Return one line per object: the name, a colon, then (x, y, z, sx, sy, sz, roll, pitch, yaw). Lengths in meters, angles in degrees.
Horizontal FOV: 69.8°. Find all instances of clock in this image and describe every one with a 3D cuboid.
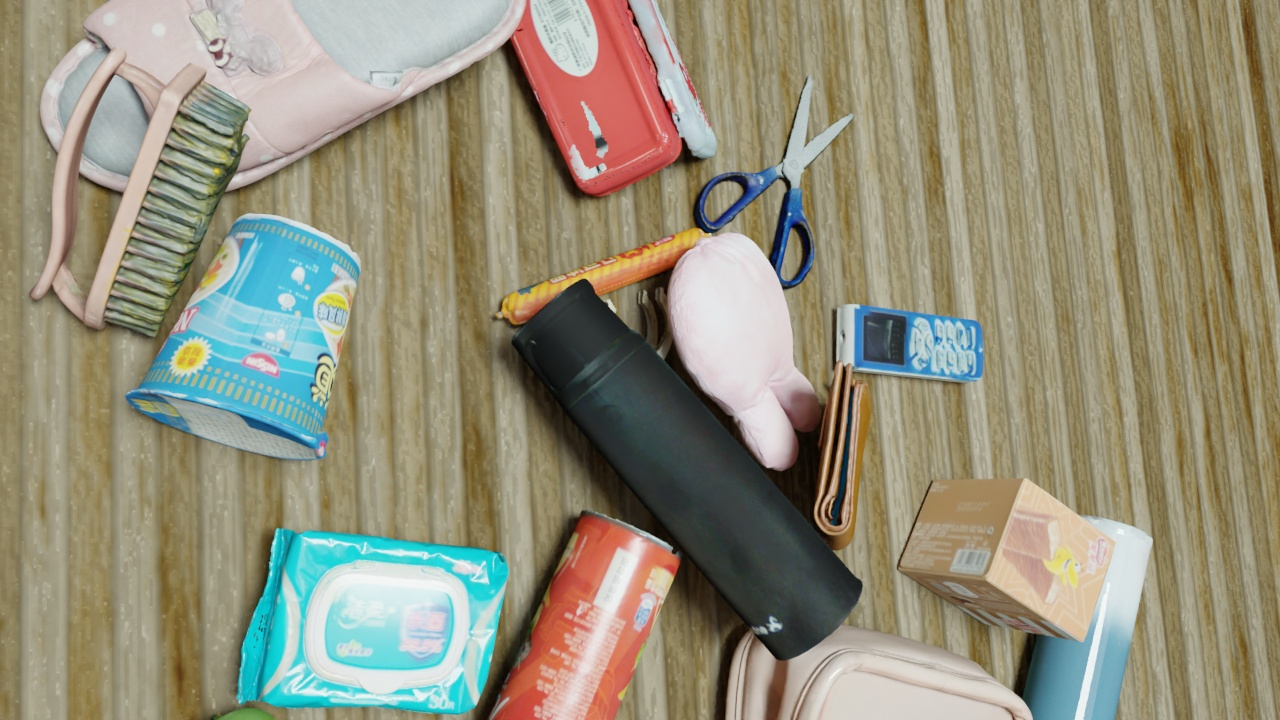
clock: (-0.187, 0.236, 0.446, 0.161, 0.056, 0.115, 27, 28, 1)

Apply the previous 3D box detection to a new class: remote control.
remote control: (0.202, -0.011, 0.687, 0.124, 0.024, 0.049, 6, 81, -23)

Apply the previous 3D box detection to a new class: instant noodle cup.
instant noodle cup: (-0.199, -0.014, 0.488, 0.099, 0.099, 0.109, 20, 67, -19)

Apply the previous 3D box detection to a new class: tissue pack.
tissue pack: (-0.146, 0.144, 0.507, 0.133, 0.050, 0.093, 10, 80, -21)

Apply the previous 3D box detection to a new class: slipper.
slipper: (-0.190, -0.174, 0.504, 0.274, 0.054, 0.114, -25, 96, -11)

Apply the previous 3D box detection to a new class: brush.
brush: (-0.254, -0.078, 0.461, 0.073, 0.063, 0.146, 23, 112, -25)

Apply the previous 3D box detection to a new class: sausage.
sausage: (-0.020, -0.056, 0.602, 0.164, 0.021, 0.021, -23, 92, -24)

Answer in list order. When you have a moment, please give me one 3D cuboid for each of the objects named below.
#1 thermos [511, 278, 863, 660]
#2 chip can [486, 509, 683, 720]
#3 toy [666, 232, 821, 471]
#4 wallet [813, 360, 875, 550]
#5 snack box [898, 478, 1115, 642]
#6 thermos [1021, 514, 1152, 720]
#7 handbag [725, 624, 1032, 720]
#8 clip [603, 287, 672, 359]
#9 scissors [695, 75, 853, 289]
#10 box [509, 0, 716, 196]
thermos: (0.023, 0.064, 0.550, 0.068, 0.090, 0.242, -40, 88, -22)
chip can: (-0.048, 0.198, 0.530, 0.073, 0.073, 0.216, 29, 73, -17)
toy: (0.070, -0.007, 0.605, 0.121, 0.054, 0.159, -43, 111, -48)
wallet: (0.134, 0.061, 0.600, 0.035, 0.130, 0.119, 3, 75, 14)
snack box: (0.259, 0.139, 0.654, 0.094, 0.093, 0.077, 33, 72, -15)
thermos: (0.327, 0.229, 0.689, 0.070, 0.070, 0.220, 25, 75, -18)
handbag: (0.135, 0.294, 0.594, 0.193, 0.093, 0.234, 19, 86, -24)
clip: (-0.012, 0.003, 0.593, 0.086, 0.035, 0.104, 7, 88, -25)
scissors: (0.108, -0.127, 0.670, 0.162, 0.012, 0.162, -18, 89, -25)
box: (-0.029, -0.214, 0.609, 0.095, 0.100, 0.201, -22, 94, 17)
